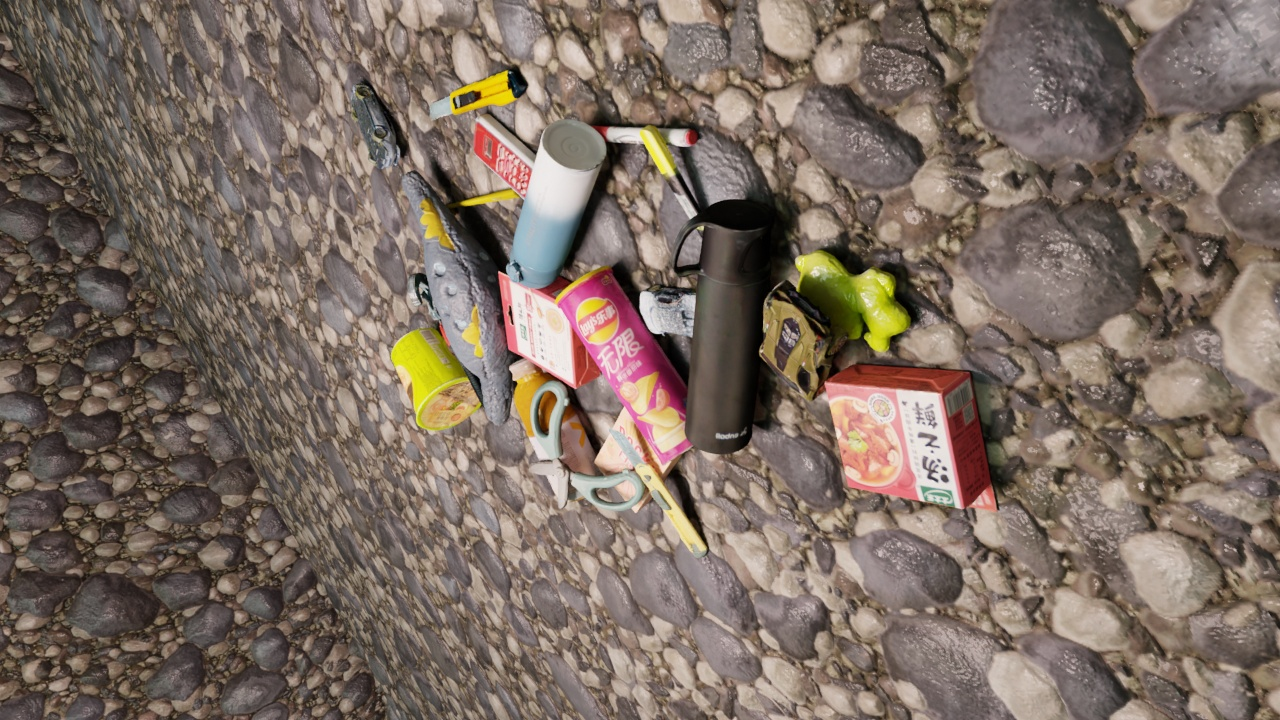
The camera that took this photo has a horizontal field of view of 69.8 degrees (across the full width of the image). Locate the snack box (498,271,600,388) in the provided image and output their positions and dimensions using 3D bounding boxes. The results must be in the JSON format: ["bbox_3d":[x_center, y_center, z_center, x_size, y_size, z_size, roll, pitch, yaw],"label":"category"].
[{"bbox_3d":[-0.107,-0.044,1.087,0.127,0.044,0.113,29,135,36],"label":"snack box"}]

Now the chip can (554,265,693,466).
[{"bbox_3d":[-0.006,0.006,0.971,0.210,0.071,0.072,57,145,6],"label":"chip can"}]

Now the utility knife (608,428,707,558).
[{"bbox_3d":[0.024,0.153,1.054,0.031,0.021,0.204,-15,112,41],"label":"utility knife"}]

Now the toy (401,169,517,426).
[{"bbox_3d":[-0.217,-0.068,1.167,0.138,0.091,0.356,21,131,59],"label":"toy"}]

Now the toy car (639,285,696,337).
[{"bbox_3d":[0.035,-0.047,0.919,0.106,0.031,0.049,10,120,49],"label":"toy car"}]

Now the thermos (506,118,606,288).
[{"bbox_3d":[-0.093,-0.153,0.958,0.070,0.070,0.221,51,148,13],"label":"thermos"}]

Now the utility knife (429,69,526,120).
[{"bbox_3d":[-0.193,-0.296,1.043,0.216,0.015,0.033,4,114,51],"label":"utility knife"}]

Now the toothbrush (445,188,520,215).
[{"bbox_3d":[-0.198,-0.192,1.124,0.190,0.015,0.016,1,119,51],"label":"toothbrush"}]

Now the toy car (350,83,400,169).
[{"bbox_3d":[-0.353,-0.312,1.218,0.120,0.036,0.054,62,147,15],"label":"toy car"}]

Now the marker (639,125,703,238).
[{"bbox_3d":[0.036,-0.159,0.837,0.018,0.015,0.124,-4,123,58],"label":"marker"}]

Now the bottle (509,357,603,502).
[{"bbox_3d":[-0.110,0.085,1.161,0.068,0.067,0.189,-14,103,54],"label":"bottle"}]

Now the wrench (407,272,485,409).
[{"bbox_3d":[-0.244,-0.014,1.232,0.016,0.056,0.274,-11,134,13],"label":"wrench"}]

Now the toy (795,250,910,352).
[{"bbox_3d":[0.168,-0.048,0.750,0.100,0.031,0.097,-12,106,54],"label":"toy"}]

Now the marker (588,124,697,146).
[{"bbox_3d":[-0.003,-0.211,0.862,0.145,0.017,0.017,17,127,45],"label":"marker"}]

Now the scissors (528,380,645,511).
[{"bbox_3d":[-0.073,0.105,1.094,0.172,0.019,0.170,3,110,33],"label":"scissors"}]

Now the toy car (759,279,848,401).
[{"bbox_3d":[0.133,-0.010,0.780,0.070,0.042,0.158,45,166,23],"label":"toy car"}]

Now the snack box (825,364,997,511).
[{"bbox_3d":[0.221,0.070,0.755,0.113,0.044,0.127,4,117,50],"label":"snack box"}]

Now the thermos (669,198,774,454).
[{"bbox_3d":[0.069,-0.026,0.844,0.068,0.090,0.243,-103,11,-54],"label":"thermos"}]

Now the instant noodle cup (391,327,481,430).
[{"bbox_3d":[-0.301,0.021,1.334,0.123,0.111,0.112,52,145,27],"label":"instant noodle cup"}]

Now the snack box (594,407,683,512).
[{"bbox_3d":[-0.001,0.108,1.077,0.084,0.026,0.158,49,144,16],"label":"snack box"}]

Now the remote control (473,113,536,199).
[{"bbox_3d":[-0.142,-0.220,1.029,0.136,0.020,0.056,44,141,23],"label":"remote control"}]
